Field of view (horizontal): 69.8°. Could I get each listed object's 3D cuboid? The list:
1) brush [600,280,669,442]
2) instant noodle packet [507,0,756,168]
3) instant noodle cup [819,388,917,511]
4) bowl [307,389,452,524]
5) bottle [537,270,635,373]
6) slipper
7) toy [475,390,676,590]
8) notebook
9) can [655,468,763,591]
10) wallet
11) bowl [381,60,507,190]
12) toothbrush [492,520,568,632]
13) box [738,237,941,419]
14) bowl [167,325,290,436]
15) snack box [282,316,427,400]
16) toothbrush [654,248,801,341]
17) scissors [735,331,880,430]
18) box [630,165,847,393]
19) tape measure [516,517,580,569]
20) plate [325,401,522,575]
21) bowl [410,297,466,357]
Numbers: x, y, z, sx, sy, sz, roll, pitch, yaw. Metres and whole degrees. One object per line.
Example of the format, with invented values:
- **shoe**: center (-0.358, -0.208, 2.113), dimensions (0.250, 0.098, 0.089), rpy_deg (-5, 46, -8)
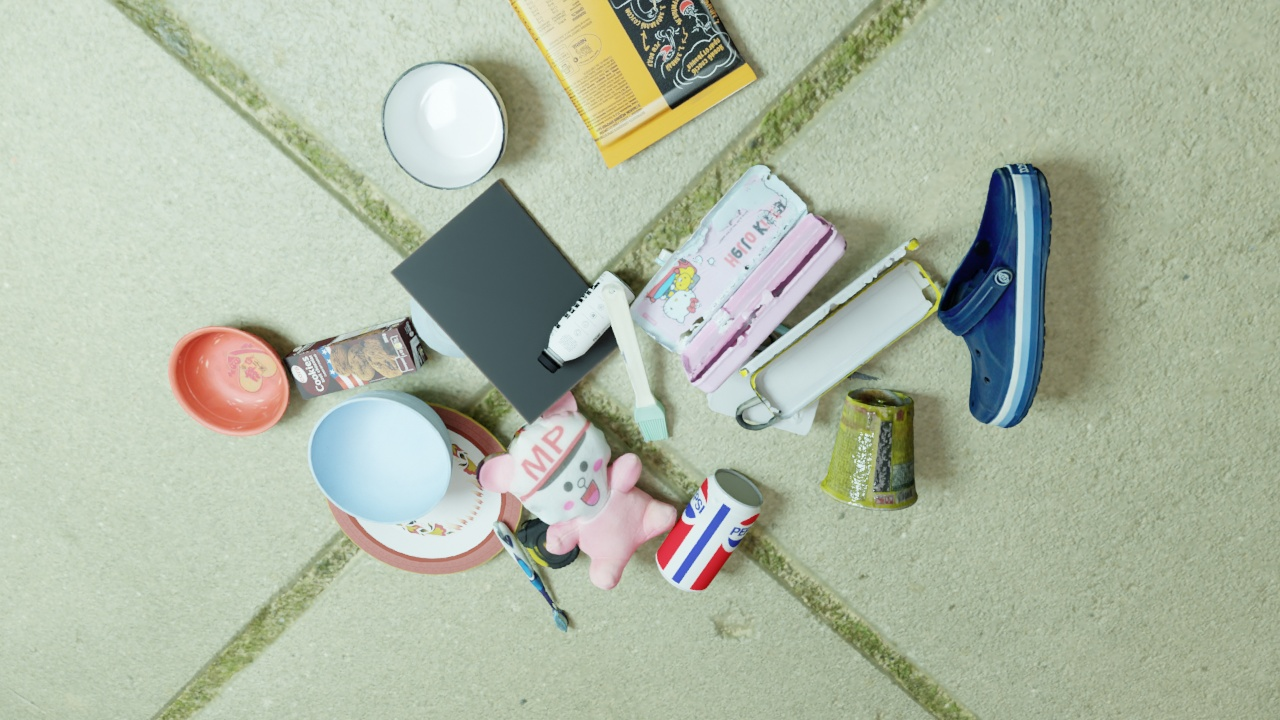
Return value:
- **brush**: center (-0.006, 0.006, 0.947), dimensions (0.033, 0.012, 0.218), rpy_deg (-10, 129, 8)
- **instant noodle packet**: center (-0.019, -0.308, 0.827), dimensions (0.160, 0.032, 0.221), rpy_deg (-29, 109, 13)
- **instant noodle cup**: center (0.243, 0.090, 0.959), dimensions (0.102, 0.102, 0.108), rpy_deg (3, 105, 2)
- **bowl**: center (-0.266, 0.091, 0.973), dimensions (0.150, 0.074, 0.151), rpy_deg (2, 115, 4)
- **bottle**: center (-0.058, -0.036, 0.925), dimensions (0.041, 0.041, 0.116), rpy_deg (43, 87, -14)
- **slipper**: center (0.332, -0.061, 0.877), dimensions (0.095, 0.105, 0.253), rpy_deg (0, 110, 5)
- **toy**: center (-0.067, 0.141, 1.000), dimensions (0.142, 0.084, 0.213), rpy_deg (-46, 110, -3)
- **notebook**: center (-0.128, -0.056, 0.930), dimensions (0.141, 0.008, 0.209), rpy_deg (-42, 107, -5)
- **can**: center (0.076, 0.190, 1.022), dimensions (0.070, 0.070, 0.132), rpy_deg (27, 113, -8)
- **wallet**: center (0.133, 0.026, 0.969), dimensions (0.116, 0.032, 0.086), rpy_deg (18, 103, -2)
- **bowl**: center (-0.177, -0.223, 0.857), dimensions (0.116, 0.065, 0.116), rpy_deg (1, 114, 3)
- **toothbrush**: center (-0.128, 0.256, 1.080), dimensions (0.016, 0.017, 0.189), rpy_deg (-23, 120, 7)
- **box**: center (0.198, -0.026, 0.890), dimensions (0.210, 0.080, 0.084), rpy_deg (-37, 94, 6)
- **bowl**: center (-0.437, 0.015, 0.993), dimensions (0.130, 0.045, 0.131), rpy_deg (1, 114, 3)
- **snack box**: center (-0.303, -0.002, 0.975), dimensions (0.141, 0.031, 0.051), rpy_deg (-13, 113, 16)
- **toothbrush**: center (0.095, -0.062, 0.938), dimensions (0.180, 0.016, 0.017), rpy_deg (30, 104, -9)
- **scissors**: center (0.155, 0.009, 0.941), dimensions (0.169, 0.012, 0.158), rpy_deg (35, 102, -5)
- **box**: center (0.087, -0.079, 0.883), dimensions (0.103, 0.100, 0.202), rpy_deg (37, 104, -20)
- **tape measure**: center (-0.097, 0.206, 1.061), dimensions (0.067, 0.038, 0.062), rpy_deg (-27, 101, 12)
- **plate**: center (-0.248, 0.146, 1.051), dimensions (0.230, 0.021, 0.230), rpy_deg (2, 114, 3)
- **bowl**: center (-0.190, -0.047, 0.951), dimensions (0.106, 0.039, 0.106), rpy_deg (2, 114, 3)
